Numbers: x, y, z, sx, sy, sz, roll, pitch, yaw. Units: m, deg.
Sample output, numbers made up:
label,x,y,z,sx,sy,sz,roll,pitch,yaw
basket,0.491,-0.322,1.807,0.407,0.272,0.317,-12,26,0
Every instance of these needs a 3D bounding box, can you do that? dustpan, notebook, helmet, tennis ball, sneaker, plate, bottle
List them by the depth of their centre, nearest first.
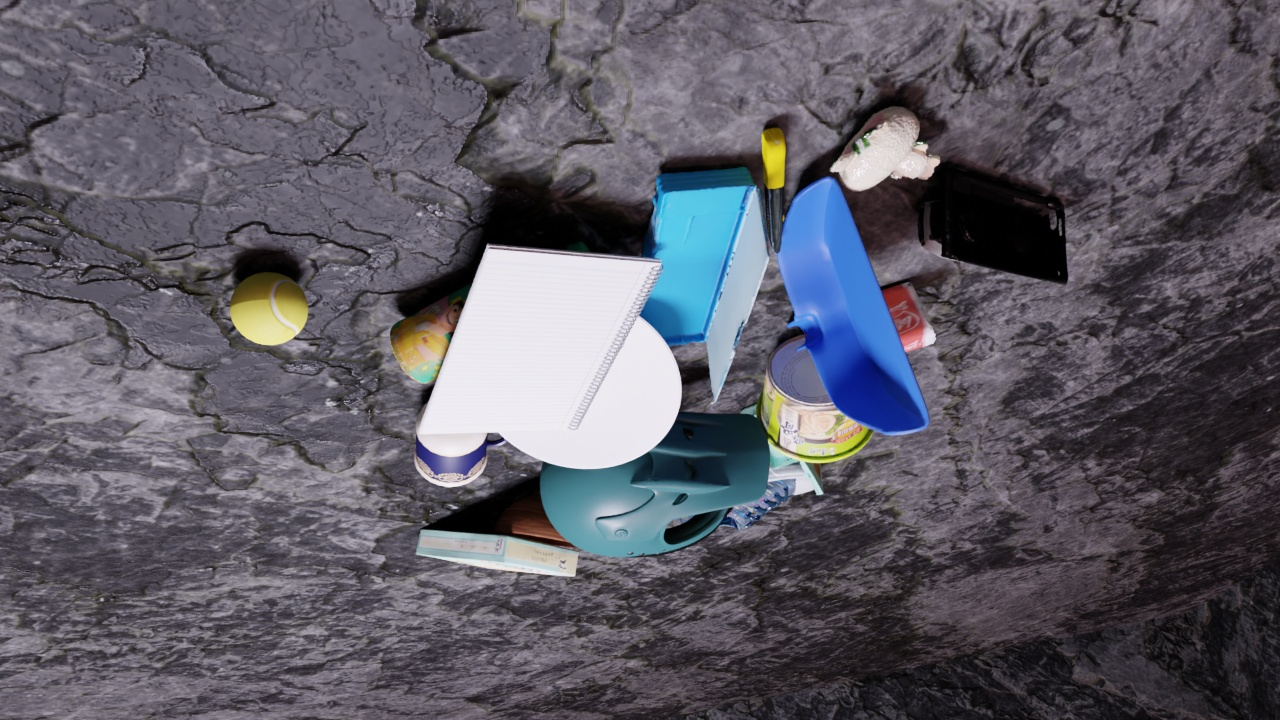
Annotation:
label,x,y,z,sx,sy,sz,roll,pitch,yaw
tennis ball,-0.333,-0.047,0.823,0.065,0.065,0.065,-10,148,-6
bottle,-0.138,-0.050,0.889,0.210,0.068,0.068,-26,146,11
notebook,-0.099,-0.010,0.892,0.177,0.013,0.246,1,136,-31
dustpan,0.199,-0.041,0.958,0.059,0.245,0.257,-21,177,2
plate,-0.069,0.020,1.000,0.229,0.030,0.230,4,123,5
helmet,0.013,0.145,1.135,0.275,0.176,0.201,-2,149,-2
sneaker,0.169,0.218,1.410,0.235,0.079,0.087,-13,148,0

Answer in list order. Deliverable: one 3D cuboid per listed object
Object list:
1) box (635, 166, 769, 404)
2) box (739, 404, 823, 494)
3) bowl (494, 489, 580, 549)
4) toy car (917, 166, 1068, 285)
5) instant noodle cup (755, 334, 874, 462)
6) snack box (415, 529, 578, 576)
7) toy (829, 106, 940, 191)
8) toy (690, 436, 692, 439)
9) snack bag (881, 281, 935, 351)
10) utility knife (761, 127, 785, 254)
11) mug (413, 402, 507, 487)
label,x,y,z,sx,sy,sz,roll,pitch,yaw
box,0.056,-0.062,0.900,0.093,0.115,0.244,-7,147,-13
box,0.207,0.131,1.278,0.077,0.092,0.188,-22,147,10
bowl,-0.128,0.221,1.298,0.147,0.068,0.147,9,165,2
toy car,0.358,-0.131,0.954,0.191,0.094,0.071,6,173,-30
instant noodle cup,0.211,0.040,1.100,0.146,0.146,0.098,-13,138,-2
snack box,-0.208,0.277,1.328,0.194,0.044,0.141,-5,159,39
toy,0.217,-0.188,0.827,0.112,0.050,0.087,-6,145,-38
toy,0.097,0.138,1.300,0.095,0.041,0.109,-10,142,-3
snack bag,0.269,-0.039,1.052,0.116,0.077,0.036,-18,150,6
utility knife,0.127,-0.153,0.870,0.020,0.028,0.173,-9,149,3
mug,-0.205,0.084,1.060,0.111,0.085,0.089,-8,145,-19
